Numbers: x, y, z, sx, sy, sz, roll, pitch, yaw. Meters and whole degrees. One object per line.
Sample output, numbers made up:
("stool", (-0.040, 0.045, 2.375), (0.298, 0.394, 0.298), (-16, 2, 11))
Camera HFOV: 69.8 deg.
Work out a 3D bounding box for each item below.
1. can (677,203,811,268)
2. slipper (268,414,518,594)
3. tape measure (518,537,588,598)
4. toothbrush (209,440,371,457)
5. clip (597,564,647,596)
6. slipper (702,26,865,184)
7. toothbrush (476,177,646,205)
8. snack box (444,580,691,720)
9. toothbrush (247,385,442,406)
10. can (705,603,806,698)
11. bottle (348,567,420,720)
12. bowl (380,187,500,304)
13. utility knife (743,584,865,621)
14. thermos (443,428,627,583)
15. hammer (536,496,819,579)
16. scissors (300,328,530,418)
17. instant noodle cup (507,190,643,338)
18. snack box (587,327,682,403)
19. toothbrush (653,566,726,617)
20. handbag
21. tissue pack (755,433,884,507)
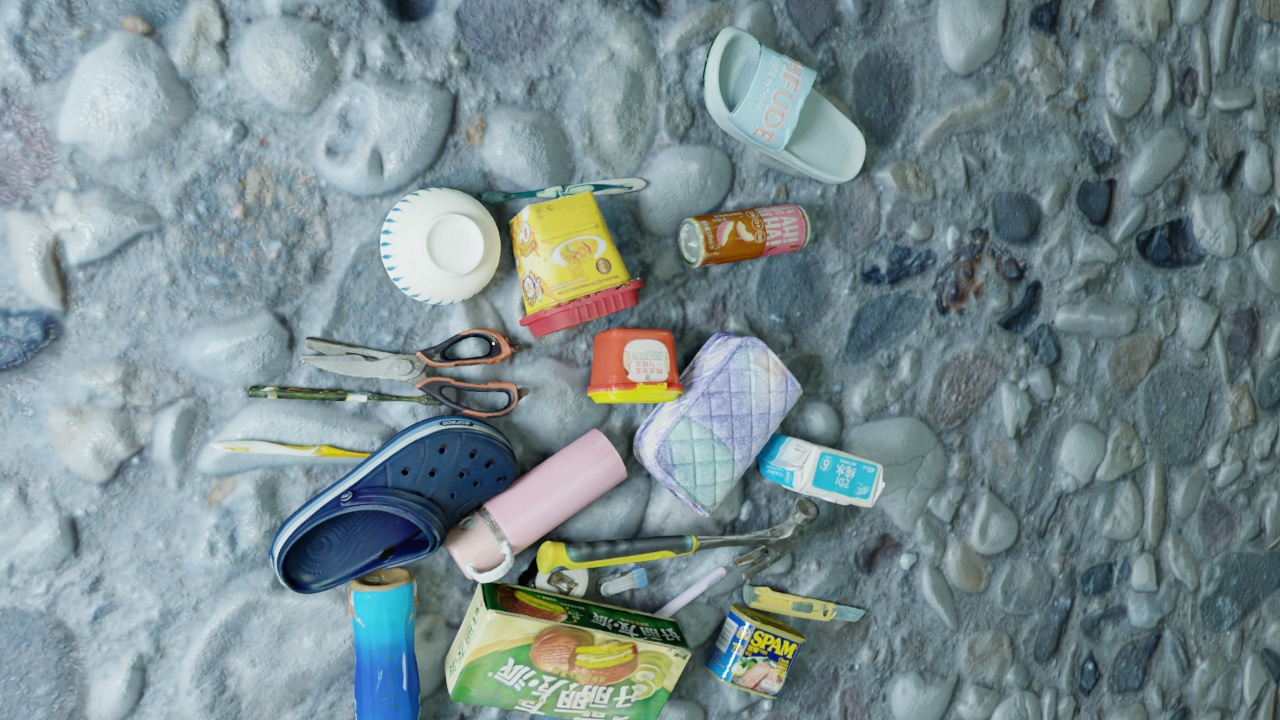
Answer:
("can", (0.118, -0.142, 1.040), (0.147, 0.058, 0.058), (-11, 101, -24))
("slipper", (-0.231, 0.142, 0.882), (0.252, 0.095, 0.105), (-29, 127, -16))
("tape measure", (-0.091, 0.237, 1.003), (0.066, 0.034, 0.065), (40, 80, -24))
("toothbrush", (-0.312, 0.084, 0.887), (0.191, 0.016, 0.018), (6, 83, -26))
("clip", (-0.022, 0.253, 1.048), (0.058, 0.041, 0.026), (-15, 104, -22))
("slipper", (0.171, -0.280, 1.040), (0.245, 0.074, 0.104), (28, 85, -27))
("toothbrush", (-0.079, -0.178, 0.964), (0.191, 0.018, 0.016), (-10, 100, -24))
("snack box", (-0.076, 0.316, 0.979), (0.240, 0.063, 0.114), (19, 106, -23))
("toothbrush", (-0.282, 0.035, 0.893), (0.185, 0.017, 0.012), (4, 82, -26))
("can", (0.140, 0.355, 1.116), (0.102, 0.057, 0.083), (26, 87, -26))
("bottle", (-0.254, 0.321, 0.917), (0.065, 0.065, 0.219), (-3, 98, -25))
("bowl", (-0.189, -0.111, 0.893), (0.116, 0.066, 0.116), (-3, 97, -26))
("utility knife", (0.209, 0.313, 1.170), (0.198, 0.021, 0.031), (16, 95, -31))
("thermos", (-0.105, 0.155, 0.956), (0.198, 0.087, 0.067), (-33, 128, -20))
("hammer", (0.040, 0.209, 1.021), (0.322, 0.032, 0.126), (0, 135, -27))
("scissors", (-0.218, -0.003, 0.915), (0.205, 0.015, 0.196), (48, 67, -10))
("instant noodle cup", (-0.074, -0.098, 0.931), (0.115, 0.116, 0.123), (-19, 93, -23))
("snack box", (-0.006, 0.006, 0.990), (0.091, 0.082, 0.080), (1, 86, -27))
("toothbrush", (0.025, 0.294, 1.075), (0.188, 0.021, 0.029), (-28, 146, -22))
("handbag", (0.089, 0.068, 1.046), (0.193, 0.076, 0.134), (-50, 118, -10))
("tissue pack", (0.216, 0.134, 1.105), (0.140, 0.090, 0.063), (17, 88, -27))
